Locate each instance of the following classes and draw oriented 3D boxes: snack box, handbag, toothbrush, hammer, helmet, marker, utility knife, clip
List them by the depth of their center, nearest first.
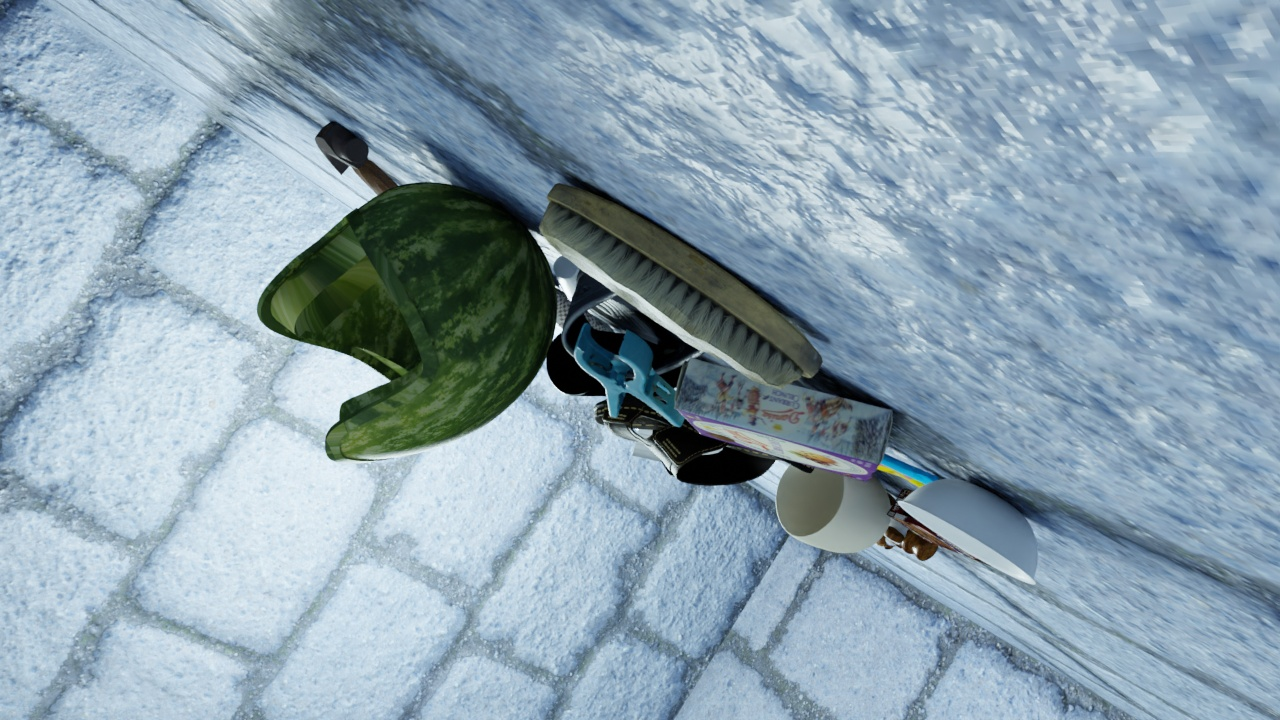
[{"bbox_3d":[-0.024,0.010,0.690,0.114,0.028,0.127,9,155,13],"label":"clip"},{"bbox_3d":[0.109,0.047,0.692,0.148,0.040,0.143,15,171,14],"label":"snack box"},{"bbox_3d":[0.164,0.062,0.768,0.205,0.015,0.031,24,175,10],"label":"utility knife"},{"bbox_3d":[0.236,0.103,0.806,0.021,0.016,0.135,34,178,-36],"label":"toothbrush"},{"bbox_3d":[-0.191,-0.041,0.834,0.242,0.248,0.213,8,-137,-55],"label":"helmet"},{"bbox_3d":[0.290,0.157,0.879,0.051,0.031,0.141,33,175,-4],"label":"snack box"},{"bbox_3d":[-0.069,-0.080,0.904,0.027,0.023,0.133,31,175,4],"label":"marker"},{"bbox_3d":[-0.249,-0.153,1.077,0.323,0.033,0.115,46,168,-35],"label":"hammer"},{"bbox_3d":[-0.091,-0.060,1.128,0.186,0.047,0.124,37,180,-21],"label":"handbag"}]

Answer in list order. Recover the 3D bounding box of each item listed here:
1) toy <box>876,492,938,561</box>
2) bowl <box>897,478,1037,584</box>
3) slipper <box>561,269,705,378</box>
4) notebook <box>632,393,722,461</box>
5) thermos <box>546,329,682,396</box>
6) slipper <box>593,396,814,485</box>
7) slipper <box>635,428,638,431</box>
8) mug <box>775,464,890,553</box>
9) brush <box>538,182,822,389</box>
[{"bbox_3d":[0.283,0.185,1.030,0.087,0.067,0.112,18,-162,-33],"label":"toy"},{"bbox_3d":[0.252,0.118,0.684,0.110,0.040,0.110,33,175,3],"label":"bowl"},{"bbox_3d":[-0.004,-0.023,0.718,0.110,0.083,0.268,32,174,-12],"label":"slipper"},{"bbox_3d":[0.069,0.090,1.088,0.142,0.009,0.210,12,154,0],"label":"notebook"},{"bbox_3d":[-0.006,0.005,0.910,0.061,0.061,0.231,31,-168,25],"label":"thermos"},{"bbox_3d":[0.056,0.090,0.944,0.268,0.075,0.113,10,169,41],"label":"slipper"},{"bbox_3d":[0.009,0.037,1.134,0.055,0.098,0.269,-11,157,4],"label":"slipper"},{"bbox_3d":[0.211,0.146,0.983,0.099,0.096,0.120,25,-139,-32],"label":"mug"},{"bbox_3d":[0.021,-0.043,0.556,0.195,0.043,0.059,34,176,4],"label":"brush"}]
